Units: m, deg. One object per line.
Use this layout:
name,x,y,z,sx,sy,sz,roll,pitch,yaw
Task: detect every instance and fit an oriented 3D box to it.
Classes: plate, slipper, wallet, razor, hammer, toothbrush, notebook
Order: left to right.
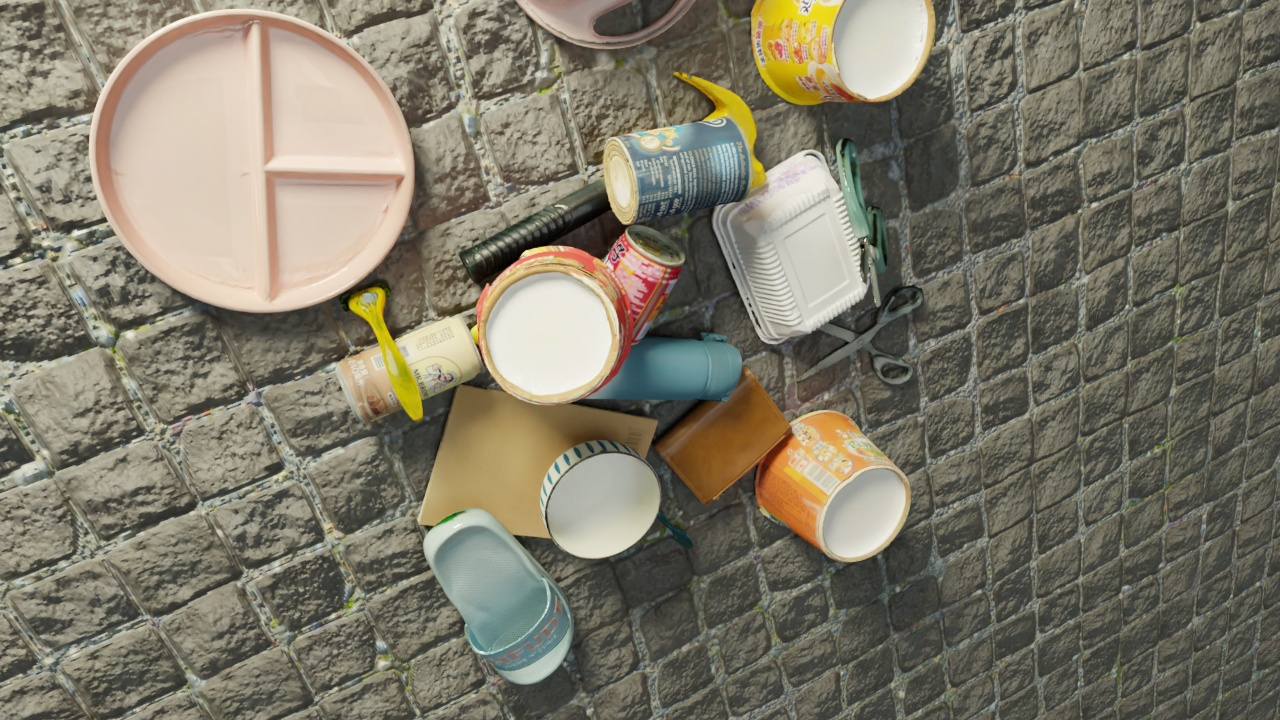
plate,-0.292,-0.149,0.708,0.229,0.028,0.230,-10,116,-21
razor,-0.208,-0.008,0.759,0.043,0.132,0.028,-21,157,-18
slipper,-0.133,0.245,0.914,0.104,0.074,0.245,-29,126,-7
notebook,-0.097,0.109,0.908,0.211,0.012,0.150,12,107,-25
hammer,-0.025,-0.154,0.827,0.300,0.033,0.129,-31,120,-11
toothbrush,0.000,0.145,0.979,0.016,0.018,0.191,-43,120,-1
wallet,0.095,0.089,0.986,0.130,0.035,0.119,-41,122,-3

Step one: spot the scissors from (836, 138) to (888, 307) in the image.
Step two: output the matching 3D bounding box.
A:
scissors,0.226,-0.126,0.906,0.178,0.019,0.172,19,60,-63

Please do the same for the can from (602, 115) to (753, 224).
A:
can,0.030,-0.162,0.785,0.111,0.075,0.075,-15,117,-19

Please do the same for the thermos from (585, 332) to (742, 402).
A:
thermos,-0.005,0.005,0.888,0.220,0.070,0.070,1,111,-26

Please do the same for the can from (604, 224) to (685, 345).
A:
can,-0.007,-0.069,0.837,0.066,0.066,0.094,13,124,-29

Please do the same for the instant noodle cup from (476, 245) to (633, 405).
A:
instant noodle cup,-0.070,-0.023,0.753,0.138,0.108,0.138,0,98,-3

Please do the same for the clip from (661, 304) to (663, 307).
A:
clip,0.005,-0.076,0.885,0.026,0.038,0.058,-16,118,-17

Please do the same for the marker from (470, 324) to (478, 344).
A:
marker,-0.106,-0.057,0.843,0.124,0.015,0.018,-39,123,-8

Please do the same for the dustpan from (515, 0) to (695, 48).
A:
dustpan,-0.047,-0.400,0.727,0.222,0.139,0.273,-27,92,-11

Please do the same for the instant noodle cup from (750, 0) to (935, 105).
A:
instant noodle cup,0.185,-0.292,0.820,0.138,0.110,0.138,-9,115,-20

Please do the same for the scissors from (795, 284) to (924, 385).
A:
scissors,0.249,-0.025,1.022,0.180,0.014,0.159,27,99,-30

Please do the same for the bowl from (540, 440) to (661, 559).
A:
bowl,-0.045,0.127,0.891,0.116,0.066,0.116,-8,114,-18

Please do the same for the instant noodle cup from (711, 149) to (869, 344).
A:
instant noodle cup,0.162,-0.105,0.917,0.138,0.060,0.173,-32,118,-10

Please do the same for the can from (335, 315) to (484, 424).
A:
can,-0.200,0.007,0.799,0.116,0.058,0.058,-24,119,-15

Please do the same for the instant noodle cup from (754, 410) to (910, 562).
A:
instant noodle cup,0.219,0.146,1.022,0.151,0.111,0.151,-9,114,-21
